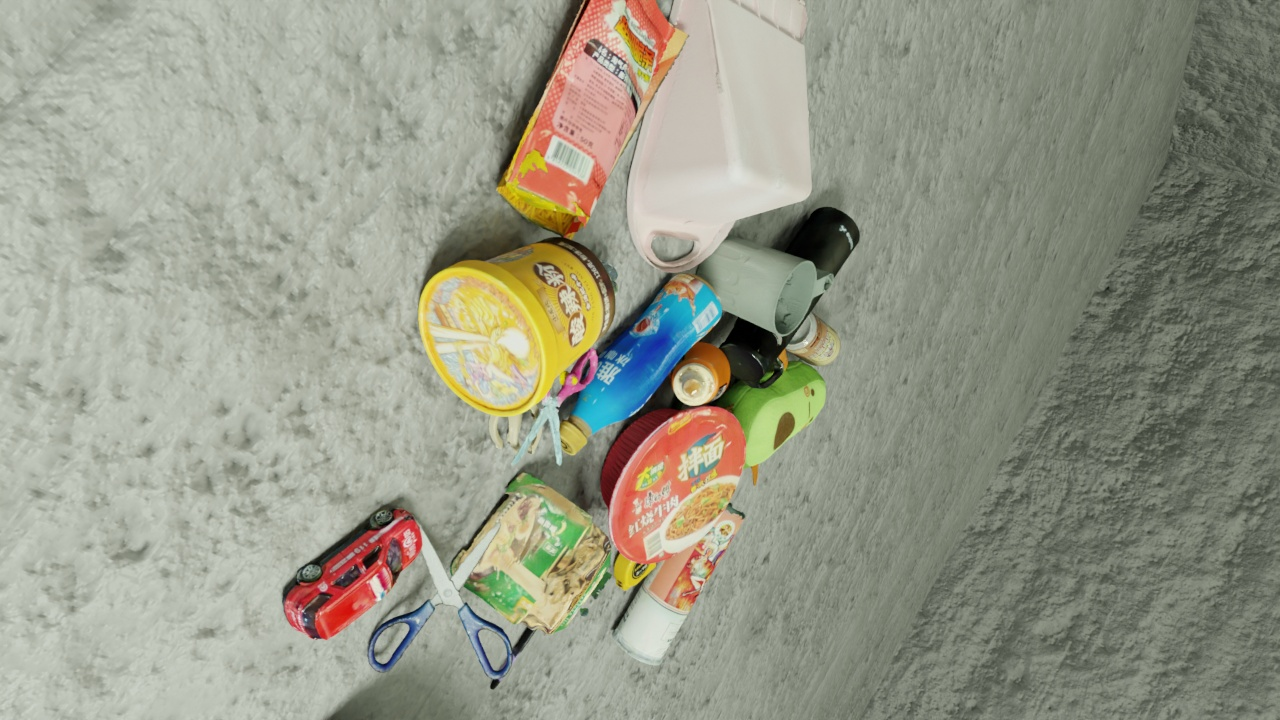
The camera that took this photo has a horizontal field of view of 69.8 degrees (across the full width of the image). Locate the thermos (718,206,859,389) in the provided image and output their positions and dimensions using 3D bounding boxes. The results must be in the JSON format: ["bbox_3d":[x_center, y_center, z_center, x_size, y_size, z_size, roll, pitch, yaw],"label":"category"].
[{"bbox_3d":[0.177,-0.071,1.077,0.241,0.068,0.090,-53,131,-28],"label":"thermos"}]

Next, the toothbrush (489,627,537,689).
[{"bbox_3d":[-0.106,0.270,0.986,0.188,0.014,0.017,-55,140,-14],"label":"toothbrush"}]

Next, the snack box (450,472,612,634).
[{"bbox_3d":[-0.093,0.194,0.875,0.118,0.117,0.106,-53,159,-15],"label":"snack box"}]

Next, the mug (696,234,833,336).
[{"bbox_3d":[0.135,-0.088,0.996,0.123,0.103,0.084,-25,132,-47],"label":"mug"}]

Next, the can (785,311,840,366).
[{"bbox_3d":[0.220,-0.030,1.204,0.116,0.058,0.058,24,92,-59],"label":"can"}]

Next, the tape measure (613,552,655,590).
[{"bbox_3d":[-0.009,0.238,1.091,0.059,0.029,0.057,-35,139,-37],"label":"tape measure"}]

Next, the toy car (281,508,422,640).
[{"bbox_3d":[-0.219,0.168,0.718,0.120,0.045,0.053,-43,144,-34],"label":"toy car"}]

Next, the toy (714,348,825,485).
[{"bbox_3d":[0.151,0.070,1.148,0.246,0.090,0.227,-28,140,-39],"label":"toy"}]

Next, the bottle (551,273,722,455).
[{"bbox_3d":[-0.005,0.005,0.895,0.218,0.065,0.065,-48,145,-24],"label":"bottle"}]

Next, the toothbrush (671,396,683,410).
[{"bbox_3d":[0.034,0.077,1.051,0.017,0.012,0.186,19,96,-36],"label":"toothbrush"}]

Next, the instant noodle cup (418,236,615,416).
[{"bbox_3d":[-0.087,-0.034,0.705,0.114,0.118,0.119,-37,140,-49],"label":"instant noodle cup"}]

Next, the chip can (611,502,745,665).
[{"bbox_3d":[0.047,0.265,1.133,0.215,0.071,0.071,-61,149,5],"label":"chip can"}]

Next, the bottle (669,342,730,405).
[{"bbox_3d":[0.058,0.019,0.950,0.149,0.067,0.067,-41,152,-80],"label":"bottle"}]

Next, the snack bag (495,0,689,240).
[{"bbox_3d":[-0.034,-0.204,0.710,0.128,0.073,0.207,36,77,-59],"label":"snack bag"}]

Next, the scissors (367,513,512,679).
[{"bbox_3d":[-0.168,0.212,0.791,0.162,0.012,0.176,-32,105,1],"label":"scissors"}]

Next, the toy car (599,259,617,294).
[{"bbox_3d":[-0.056,-0.050,0.810,0.090,0.034,0.043,-58,152,8],"label":"toy car"}]

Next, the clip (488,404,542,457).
[{"bbox_3d":[-0.108,0.034,0.797,0.070,0.035,0.100,-17,121,-49],"label":"clip"}]

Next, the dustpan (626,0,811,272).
[{"bbox_3d":[0.064,-0.230,0.881,0.222,0.139,0.273,1,83,-55],"label":"dustpan"}]

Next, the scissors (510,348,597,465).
[{"bbox_3d":[-0.079,0.033,0.798,0.133,0.017,0.134,-58,143,-24],"label":"scissors"}]

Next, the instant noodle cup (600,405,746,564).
[{"bbox_3d":[0.025,0.125,1.004,0.193,0.066,0.194,-22,126,-33],"label":"instant noodle cup"}]
